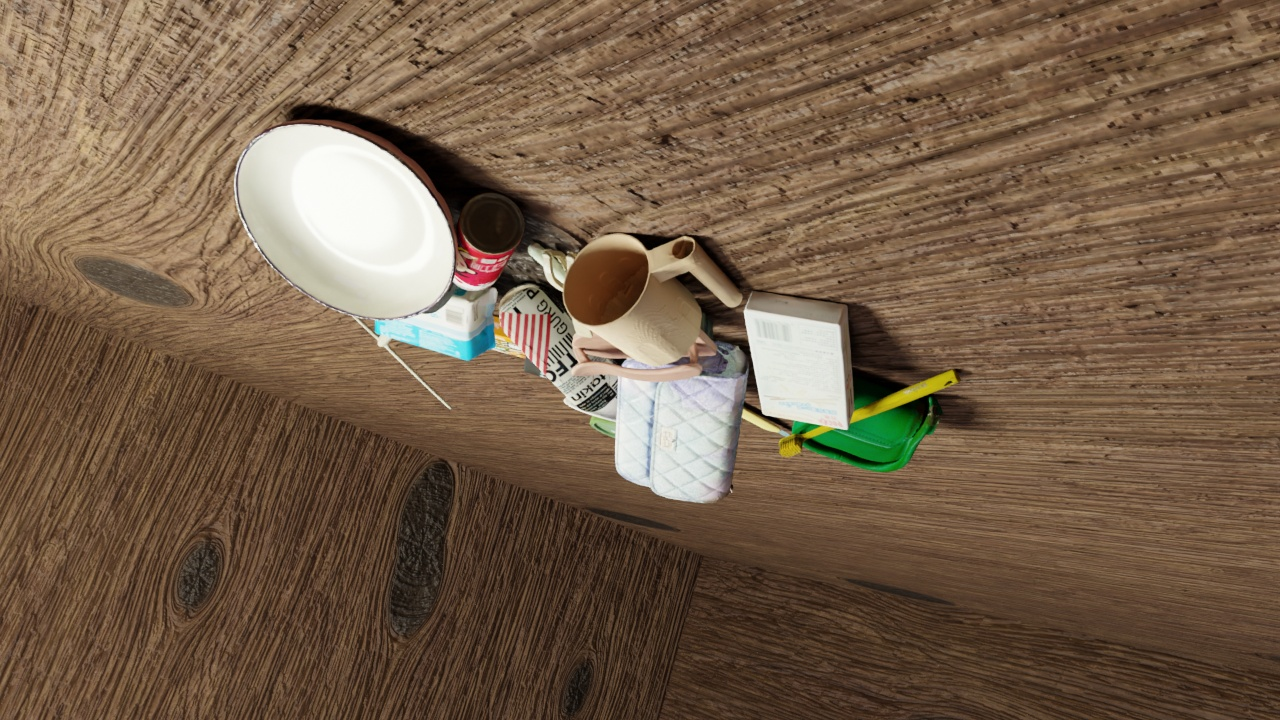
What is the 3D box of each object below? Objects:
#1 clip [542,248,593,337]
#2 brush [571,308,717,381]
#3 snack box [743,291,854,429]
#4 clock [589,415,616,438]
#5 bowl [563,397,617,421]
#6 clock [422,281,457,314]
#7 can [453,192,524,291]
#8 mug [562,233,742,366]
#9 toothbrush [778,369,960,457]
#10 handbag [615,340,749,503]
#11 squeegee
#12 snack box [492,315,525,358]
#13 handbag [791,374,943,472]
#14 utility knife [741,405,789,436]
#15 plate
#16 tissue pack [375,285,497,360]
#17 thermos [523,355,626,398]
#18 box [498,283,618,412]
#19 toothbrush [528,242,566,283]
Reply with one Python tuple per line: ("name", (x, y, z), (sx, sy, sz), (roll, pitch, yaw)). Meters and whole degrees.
("clip", (-0.056, -0.072, 0.854), (0.034, 0.060, 0.097), (8, 151, 28))
("brush", (-0.003, -0.016, 0.891), (0.146, 0.073, 0.063), (-3, 158, 27))
("snack box", (0.146, 0.003, 0.828), (0.085, 0.026, 0.157), (10, 146, 23))
("clock", (-0.003, 0.088, 1.335), (0.116, 0.056, 0.161), (10, 164, 27))
("bowl", (-0.029, 0.035, 1.128), (0.118, 0.065, 0.118), (15, -176, -1))
("clock", (-0.221, -0.094, 0.870), (0.055, 0.082, 0.122), (17, 169, 25))
("can", (-0.139, -0.100, 0.806), (0.053, 0.053, 0.133), (21, 165, -13))
("mug", (0.013, -0.055, 0.780), (0.125, 0.084, 0.103), (-20, 151, 23))
("toothbrush", (0.214, 0.053, 0.876), (0.191, 0.016, 0.015), (-27, 121, 30))
("handbag", (0.042, 0.066, 0.991), (0.134, 0.075, 0.194), (9, 131, 9))
("squeegee", (-0.287, -0.048, 1.101), (0.246, 0.039, 0.247), (46, 146, -9))
("snack box", (-0.135, -0.021, 1.144), (0.154, 0.026, 0.075), (16, 165, 6))
("handbag", (0.228, 0.059, 0.942), (0.131, 0.067, 0.120), (19, 158, -2))
("utility knife", (0.133, 0.069, 1.184), (0.177, 0.019, 0.031), (33, 163, -30))
("plate", (-0.238, -0.119, 0.763), (0.192, 0.038, 0.193), (9, 134, 9))
("tissue pack", (-0.221, -0.061, 0.979), (0.140, 0.063, 0.090), (15, 134, 4))
("thermos", (-0.006, 0.006, 1.049), (0.242, 0.068, 0.090), (15, 134, 0))
("box", (-0.084, -0.020, 0.987), (0.163, 0.075, 0.077), (46, -175, -22))
("toothbrush", (-0.062, -0.067, 0.909), (0.020, 0.029, 0.189), (-31, 149, 9))
